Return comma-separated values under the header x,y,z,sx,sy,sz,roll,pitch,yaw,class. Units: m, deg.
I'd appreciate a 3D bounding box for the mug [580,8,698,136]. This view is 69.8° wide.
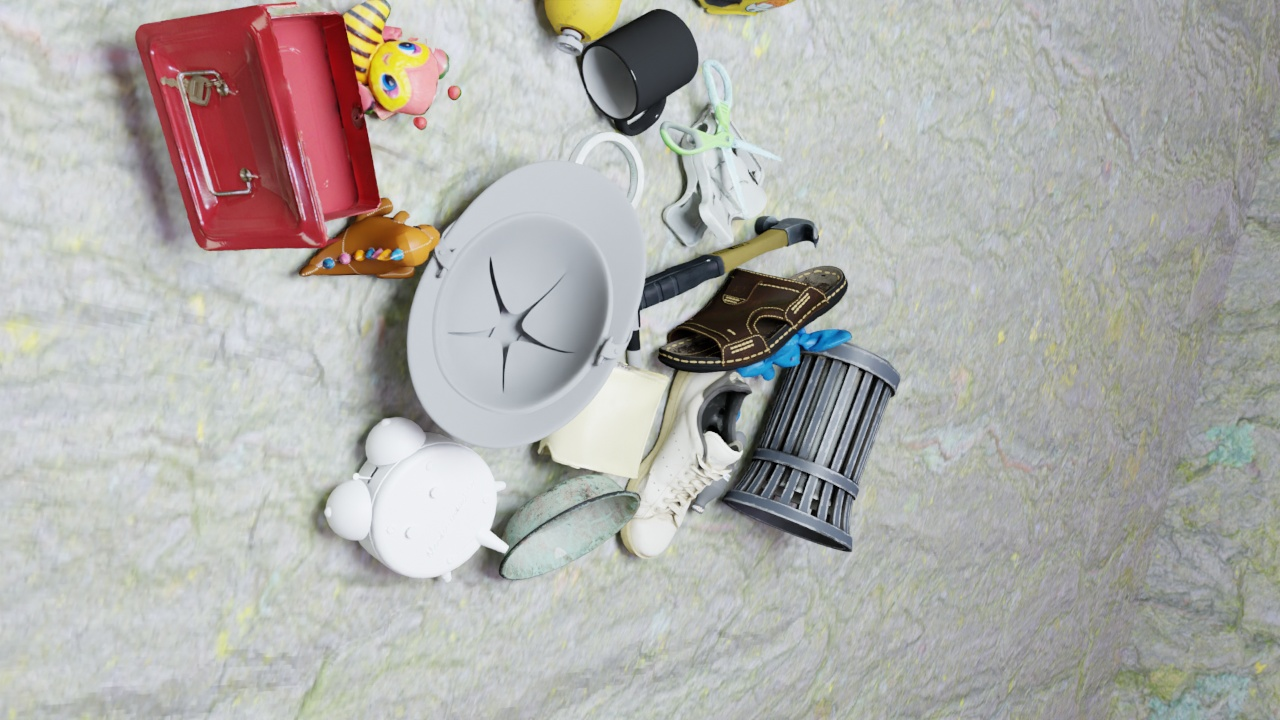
x,y,z,sx,sy,sz,roll,pitch,yaw,class
0.000,-0.275,0.902,0.087,0.078,0.114,-39,151,-28,mug

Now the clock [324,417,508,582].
x,y,z,sx,sy,sz,roll,pitch,yaw,class
-0.192,0.131,0.826,0.161,0.073,0.125,41,73,-40,clock

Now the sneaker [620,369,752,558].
x,y,z,sx,sy,sz,roll,pitch,yaw,class
0.062,0.117,1.031,0.088,0.102,0.241,23,86,-43,sneaker

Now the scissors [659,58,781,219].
x,y,z,sx,sy,sz,roll,pitch,yaw,class
0.089,-0.235,0.961,0.171,0.022,0.174,4,77,-40,scissors

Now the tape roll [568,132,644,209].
x,y,z,sx,sy,sz,roll,pitch,yaw,class
-0.035,-0.183,0.928,0.092,0.013,0.093,-11,108,-39,tape roll

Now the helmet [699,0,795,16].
x,y,z,sx,sy,sz,roll,pitch,yaw,class
0.124,-0.460,0.914,0.239,0.140,0.209,-7,106,-40,helmet

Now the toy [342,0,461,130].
x,y,z,sx,sy,sz,roll,pitch,yaw,class
-0.201,-0.238,0.743,0.084,0.046,0.103,-41,117,0,toy

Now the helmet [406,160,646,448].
x,y,z,sx,sy,sz,roll,pitch,yaw,class
-0.109,-0.044,0.836,0.183,0.118,0.270,29,72,-11,helmet

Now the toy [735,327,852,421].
x,y,z,sx,sy,sz,roll,pitch,yaw,class
0.154,-0.003,1.097,0.176,0.112,0.071,-39,113,1,toy

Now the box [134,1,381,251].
x,y,z,sx,sy,sz,roll,pitch,yaw,class
-0.256,-0.172,0.667,0.168,0.154,0.157,-50,138,-61,box

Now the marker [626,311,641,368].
x,y,z,sx,sy,sz,roll,pitch,yaw,class
-0.006,0.006,1.001,0.016,0.016,0.140,-18,112,-38,marker

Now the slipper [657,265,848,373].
x,y,z,sx,sy,sz,roll,pitch,yaw,class
0.131,-0.062,1.044,0.267,0.113,0.076,-29,119,-28,slipper

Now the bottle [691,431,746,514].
x,y,z,sx,sy,sz,roll,pitch,yaw,class
0.092,0.133,1.107,0.036,0.036,0.109,37,76,-41,bottle

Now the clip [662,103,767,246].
x,y,z,sx,sy,sz,roll,pitch,yaw,class
0.087,-0.195,1.010,0.124,0.073,0.142,44,61,-37,clip

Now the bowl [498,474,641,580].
x,y,z,sx,sy,sz,roll,pitch,yaw,class
-0.077,0.161,0.919,0.157,0.038,0.158,-26,155,-13,bowl

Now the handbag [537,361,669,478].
x,y,z,sx,sy,sz,roll,pitch,yaw,class
-0.041,0.052,0.942,0.111,0.081,0.119,17,91,-36,handbag

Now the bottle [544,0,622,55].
x,y,z,sx,sy,sz,roll,pitch,yaw,class
-0.043,-0.360,0.835,0.071,0.071,0.163,19,86,-43,bottle

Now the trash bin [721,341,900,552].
x,y,z,sx,sy,sz,roll,pitch,yaw,class
0.219,0.098,1.134,0.164,0.164,0.227,33,75,-42,trash bin

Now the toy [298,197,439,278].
x,y,z,sx,sy,sz,roll,pitch,yaw,class
-0.217,-0.086,0.736,0.102,0.090,0.071,-32,118,-37,toy

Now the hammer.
x,y,z,sx,sy,sz,roll,pitch,yaw,class
0.059,-0.094,0.982,0.332,0.118,0.025,-25,114,-29,hammer
